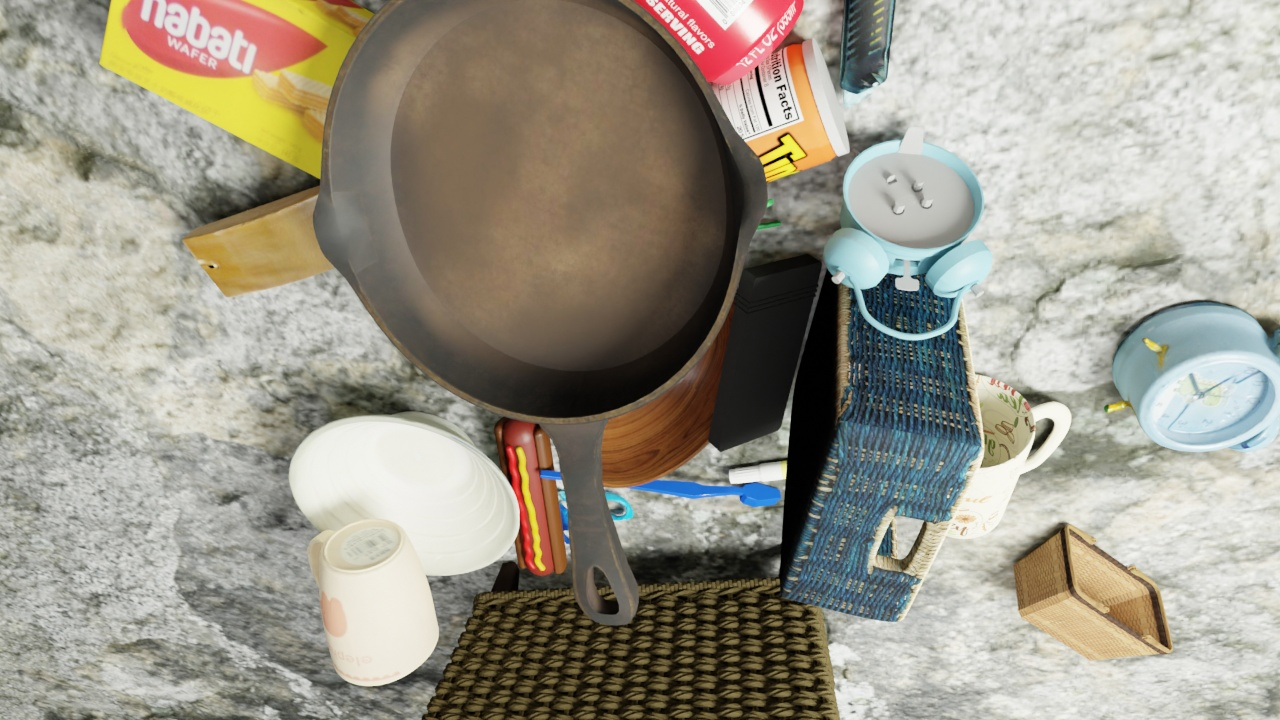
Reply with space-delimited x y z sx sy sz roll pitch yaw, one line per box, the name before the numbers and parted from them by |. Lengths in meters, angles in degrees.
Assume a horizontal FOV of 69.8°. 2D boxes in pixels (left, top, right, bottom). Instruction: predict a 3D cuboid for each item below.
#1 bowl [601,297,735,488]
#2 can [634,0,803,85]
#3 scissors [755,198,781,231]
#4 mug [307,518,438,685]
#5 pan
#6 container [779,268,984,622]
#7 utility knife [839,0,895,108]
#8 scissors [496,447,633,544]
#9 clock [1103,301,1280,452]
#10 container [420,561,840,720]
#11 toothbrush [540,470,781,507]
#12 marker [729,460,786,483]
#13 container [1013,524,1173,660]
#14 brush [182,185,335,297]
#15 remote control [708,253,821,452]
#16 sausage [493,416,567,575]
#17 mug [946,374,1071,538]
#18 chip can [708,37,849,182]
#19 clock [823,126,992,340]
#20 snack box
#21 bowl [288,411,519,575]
bowl | -0.003 0.003 0.593 0.147 0.069 0.147 -22 133 -26
can | 0.009 -0.200 0.428 0.142 0.074 0.075 39 125 -23
scissors | 0.026 -0.068 0.555 0.128 0.012 0.120 -12 169 -14
mug | -0.214 0.174 0.705 0.111 0.085 0.104 20 127 30
pan | -0.042 -0.019 0.486 0.249 0.043 0.356 -2 111 23
container | 0.131 0.031 0.530 0.071 0.187 0.146 11 131 4
utility knife | 0.113 -0.203 0.446 0.029 0.020 0.171 3 129 8
scissors | -0.078 0.117 0.748 0.135 0.015 0.086 25 128 -10
clock | 0.361 0.015 0.570 0.124 0.051 0.089 9 129 2
container | 0.007 0.279 0.744 0.321 0.204 0.177 -6 129 14
toothbrush | 0.016 0.096 0.696 0.186 0.016 0.011 6 139 -11
marker | 0.132 0.079 0.683 0.132 0.014 0.014 -9 128 16
container | 0.347 0.186 0.714 0.114 0.063 0.061 32 134 -18
brush | -0.230 -0.079 0.589 0.117 0.039 0.049 -13 126 19
remote control | 0.079 -0.003 0.592 0.058 0.013 0.134 -15 130 -32
sausage | -0.084 0.107 0.712 0.040 0.040 0.156 1 123 8
mug | 0.239 0.063 0.629 0.122 0.081 0.097 -23 135 -7
chip can | 0.004 -0.109 0.513 0.211 0.062 0.062 -16 126 21
clock | 0.143 -0.066 0.489 0.087 0.123 0.042 6 153 4
snack box | -0.187 -0.159 0.513 0.200 0.042 0.092 28 127 -15
bowl | -0.175 0.090 0.711 0.177 0.057 0.177 4 130 5
